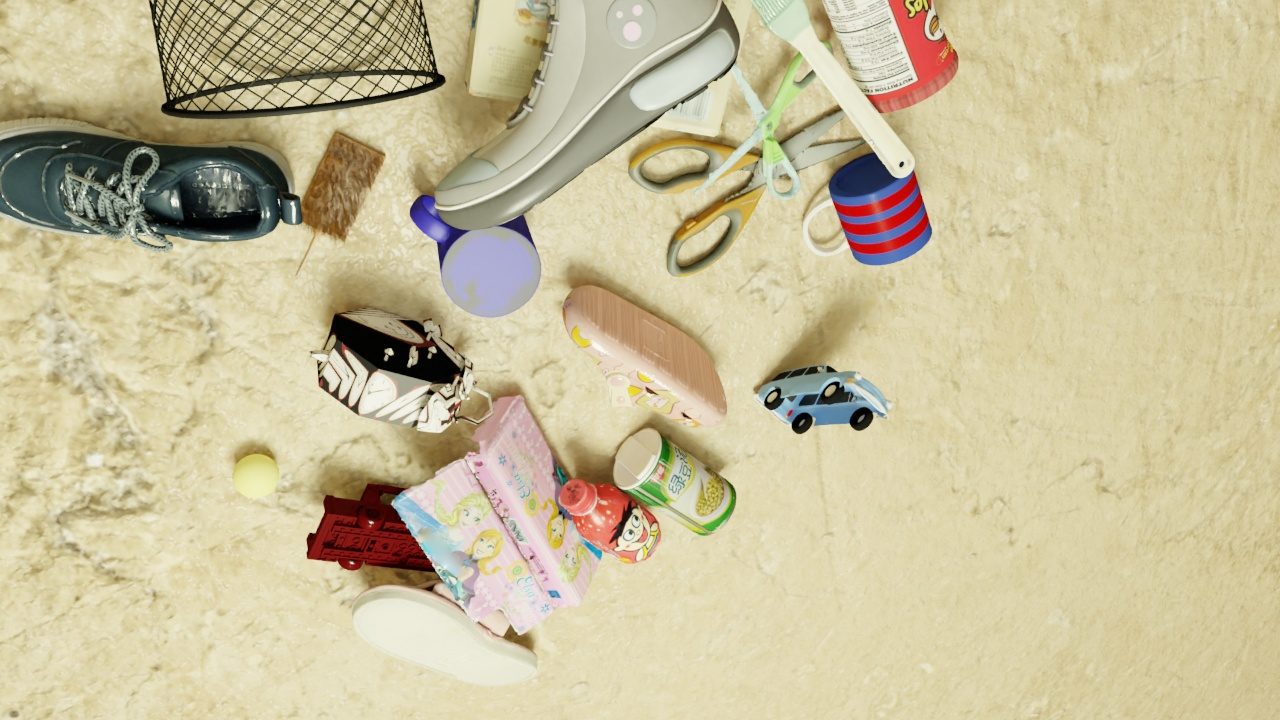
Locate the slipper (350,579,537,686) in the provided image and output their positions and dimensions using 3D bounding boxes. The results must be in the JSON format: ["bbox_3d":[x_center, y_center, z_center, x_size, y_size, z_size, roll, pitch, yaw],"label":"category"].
[{"bbox_3d":[-0.197,0.281,0.960,0.114,0.054,0.274,-19,141,15],"label":"slipper"}]

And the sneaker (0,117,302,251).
[{"bbox_3d":[-0.373,-0.123,0.676,0.235,0.087,0.089,-2,119,-15],"label":"sneaker"}]

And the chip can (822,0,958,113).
[{"bbox_3d":[0.176,-0.309,0.722,0.087,0.087,0.213,-32,121,4],"label":"chip can"}]

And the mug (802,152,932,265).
[{"bbox_3d":[0.202,-0.135,0.843,0.112,0.074,0.076,-14,125,23],"label":"mug"}]

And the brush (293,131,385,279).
[{"bbox_3d":[-0.255,-0.121,0.751,0.048,0.017,0.126,24,110,-26],"label":"brush"}]

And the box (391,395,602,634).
[{"bbox_3d":[-0.121,0.166,0.888,0.160,0.062,0.231,-45,129,-30],"label":"box"}]

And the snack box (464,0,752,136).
[{"bbox_3d":[-0.023,-0.269,0.708,0.207,0.055,0.153,5,118,-18],"label":"snack box"}]

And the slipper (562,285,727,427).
[{"bbox_3d":[-0.005,0.005,0.860,0.197,0.093,0.082,34,125,-27],"label":"slipper"}]

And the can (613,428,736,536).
[{"bbox_3d":[0.035,0.125,0.942,0.121,0.067,0.067,36,105,-29],"label":"can"}]

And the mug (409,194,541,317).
[{"bbox_3d":[-0.140,-0.097,0.757,0.111,0.083,0.079,32,107,-28],"label":"mug"}]

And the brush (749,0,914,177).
[{"bbox_3d":[0.157,-0.224,0.736,0.033,0.012,0.217,-43,117,10],"label":"brush"}]

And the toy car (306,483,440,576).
[{"bbox_3d":[-0.233,0.166,0.892,0.169,0.062,0.070,16,114,-34],"label":"toy car"}]

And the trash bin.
[{"bbox_3d":[-0.232,-0.277,0.582,0.184,0.184,0.210,-9,115,-11],"label":"trash bin"}]

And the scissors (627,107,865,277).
[{"bbox_3d":[0.100,-0.156,0.830,0.225,0.016,0.175,-12,122,-11],"label":"scissors"}]

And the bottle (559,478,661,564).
[{"bbox_3d":[-0.034,0.158,0.925,0.062,0.062,0.137,-37,141,7],"label":"bottle"}]

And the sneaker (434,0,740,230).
[{"bbox_3d":[-0.067,-0.215,0.650,0.257,0.093,0.160,-31,114,6],"label":"sneaker"}]

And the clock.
[{"bbox_3d":[-0.192,0.006,0.779,0.154,0.114,0.065,26,110,-8],"label":"clock"}]

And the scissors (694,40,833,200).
[{"bbox_3d":[0.106,-0.197,0.769,0.171,0.021,0.173,-45,142,-2],"label":"scissors"}]

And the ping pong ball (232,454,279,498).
[{"bbox_3d":[-0.352,0.106,0.841,0.040,0.040,0.040,-7,120,-12],"label":"ping pong ball"}]

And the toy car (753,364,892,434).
[{"bbox_3d":[0.177,0.035,0.895,0.056,0.154,0.054,40,66,-21],"label":"toy car"}]
